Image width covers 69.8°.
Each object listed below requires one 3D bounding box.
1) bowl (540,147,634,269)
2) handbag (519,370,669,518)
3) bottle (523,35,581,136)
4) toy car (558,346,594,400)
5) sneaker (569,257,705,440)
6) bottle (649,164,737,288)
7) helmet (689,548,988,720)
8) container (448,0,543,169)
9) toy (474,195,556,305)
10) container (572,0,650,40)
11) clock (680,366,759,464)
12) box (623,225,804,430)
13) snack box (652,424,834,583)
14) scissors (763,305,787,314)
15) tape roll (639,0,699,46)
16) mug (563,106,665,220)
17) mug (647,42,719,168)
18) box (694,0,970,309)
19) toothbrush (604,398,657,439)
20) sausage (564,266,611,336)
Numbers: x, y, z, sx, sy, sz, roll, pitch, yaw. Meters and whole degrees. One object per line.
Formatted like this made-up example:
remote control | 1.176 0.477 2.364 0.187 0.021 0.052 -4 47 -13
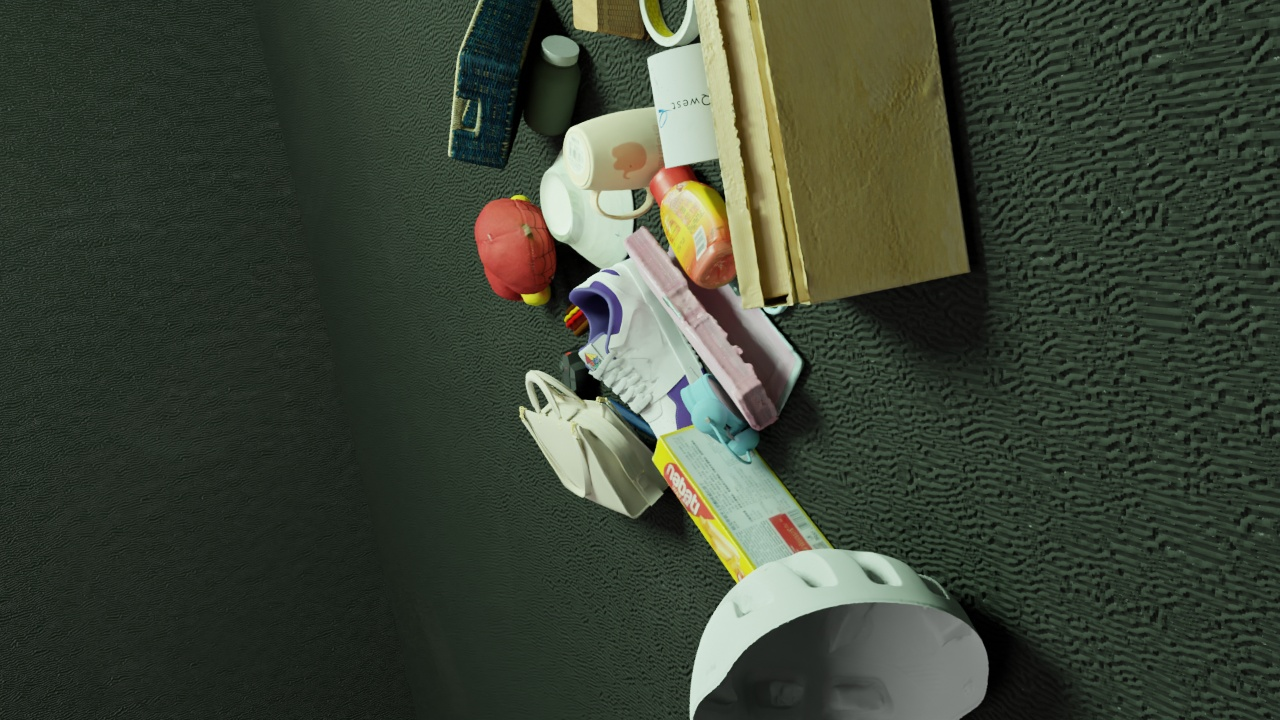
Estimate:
bowl | -0.077 -0.191 1.107 0.177 0.057 0.177 36 134 49
handbag | -0.076 0.089 1.152 0.198 0.101 0.195 55 158 -22
bottle | -0.103 -0.323 1.083 0.060 0.060 0.109 57 148 28
toy car | -0.083 0.027 1.246 0.036 0.042 0.092 30 129 56
sneaker | -0.006 0.005 1.025 0.092 0.111 0.244 -37 72 60
bottle | 0.053 -0.136 0.896 0.072 0.048 0.134 -56 47 39
helmet | 0.153 0.260 0.761 0.283 0.224 0.183 100 165 -52
container | -0.170 -0.341 1.093 0.146 0.071 0.187 110 169 -48
toy | -0.162 -0.142 1.209 0.216 0.098 0.147 140 106 -81
container | -0.031 -0.380 0.921 0.063 0.061 0.114 34 133 50
clock | 0.080 0.061 0.922 0.042 0.087 0.123 -42 35 16
box | 0.078 -0.048 0.929 0.232 0.080 0.099 55 -178 32
snack box | 0.101 0.146 0.925 0.200 0.092 0.042 53 146 34
scissors | 0.128 -0.092 0.837 0.131 0.018 0.109 -25 85 63
tape roll | 0.030 -0.349 0.874 0.094 0.019 0.094 37 135 48
mug | -0.020 -0.201 0.951 0.085 0.104 0.111 30 129 53
mug | 0.071 -0.229 0.814 0.120 0.082 0.096 -3 103 33
box | 0.128 -0.172 0.679 0.179 0.141 0.248 0 105 54
toothbrush | 0.006 0.087 1.145 0.190 0.017 0.016 30 128 52
sausage | -0.058 -0.072 1.154 0.156 0.040 0.040 -38 71 60
